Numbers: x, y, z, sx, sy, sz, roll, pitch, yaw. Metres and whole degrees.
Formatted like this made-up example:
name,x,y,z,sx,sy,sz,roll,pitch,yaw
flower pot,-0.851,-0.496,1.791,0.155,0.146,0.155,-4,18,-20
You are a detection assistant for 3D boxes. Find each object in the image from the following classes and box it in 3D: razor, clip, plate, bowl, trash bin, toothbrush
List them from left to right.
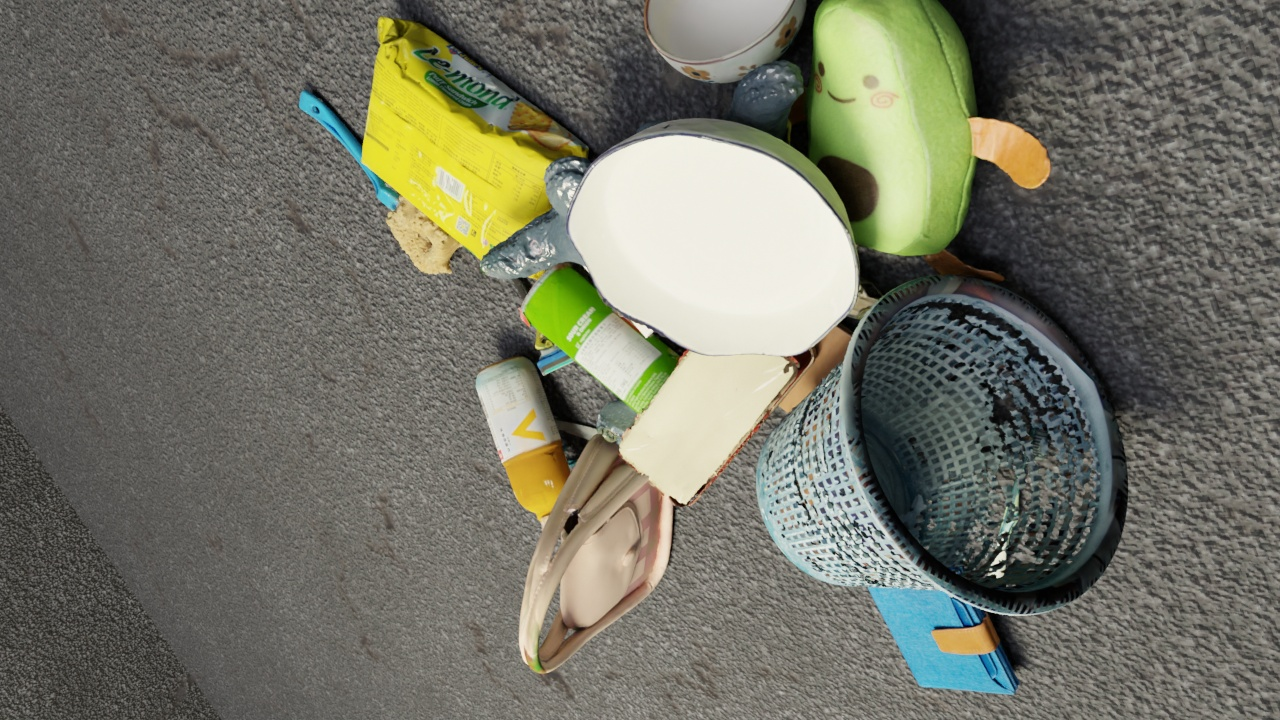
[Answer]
name,x,y,z,sx,sy,sz,roll,pitch,yaw
razor,-0.113,-0.056,0.945,0.043,0.022,0.143,-26,97,11
clip,-0.093,0.115,1.048,0.056,0.014,0.041,-31,96,46
plate,0.051,-0.082,0.632,0.205,0.045,0.205,16,146,11
bowl,0.066,-0.239,0.639,0.114,0.113,0.062,14,169,31
trash bin,0.192,0.078,0.673,0.226,0.226,0.196,50,151,0
toothbrush,0.303,0.131,0.745,0.018,0.016,0.192,12,125,20

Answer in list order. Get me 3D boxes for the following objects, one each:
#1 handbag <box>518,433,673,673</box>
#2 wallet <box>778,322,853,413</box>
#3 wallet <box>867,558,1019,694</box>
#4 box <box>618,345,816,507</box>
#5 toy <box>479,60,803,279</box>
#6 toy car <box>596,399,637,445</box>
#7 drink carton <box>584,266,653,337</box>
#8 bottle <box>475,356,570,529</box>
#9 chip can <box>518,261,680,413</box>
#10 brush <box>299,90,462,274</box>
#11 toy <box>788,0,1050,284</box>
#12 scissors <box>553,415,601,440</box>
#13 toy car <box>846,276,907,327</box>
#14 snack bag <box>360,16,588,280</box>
name,x,y,z,sx,sy,sz,roll,pitch,yaw
handbag,-0.055,0.207,0.920,0.093,0.233,0.194,19,129,21
wallet,0.123,-0.010,0.784,0.101,0.020,0.116,37,139,12
wallet,0.271,0.242,0.830,0.107,0.040,0.133,-16,108,48
box,0.057,0.035,0.759,0.091,0.079,0.169,41,115,11
toy,0.010,-0.122,0.710,0.357,0.137,0.091,-19,66,44
toy car,0.013,0.074,0.908,0.121,0.054,0.037,27,134,23
drink carton,-0.011,-0.087,0.826,0.122,0.045,0.054,49,129,0
bottle,-0.118,0.092,0.981,0.068,0.067,0.189,-25,83,45
chip can,-0.005,0.005,0.863,0.236,0.072,0.072,40,135,10
brush,-0.279,-0.194,0.978,0.254,0.045,0.083,48,140,8
toy,0.163,-0.143,0.609,0.227,0.089,0.247,22,144,38
scissors,-0.098,0.064,1.019,0.173,0.014,0.145,-29,99,45
toy car,0.165,-0.048,0.715,0.090,0.042,0.035,24,109,32
snack bag,-0.166,-0.190,0.865,0.246,0.068,0.158,38,135,11
